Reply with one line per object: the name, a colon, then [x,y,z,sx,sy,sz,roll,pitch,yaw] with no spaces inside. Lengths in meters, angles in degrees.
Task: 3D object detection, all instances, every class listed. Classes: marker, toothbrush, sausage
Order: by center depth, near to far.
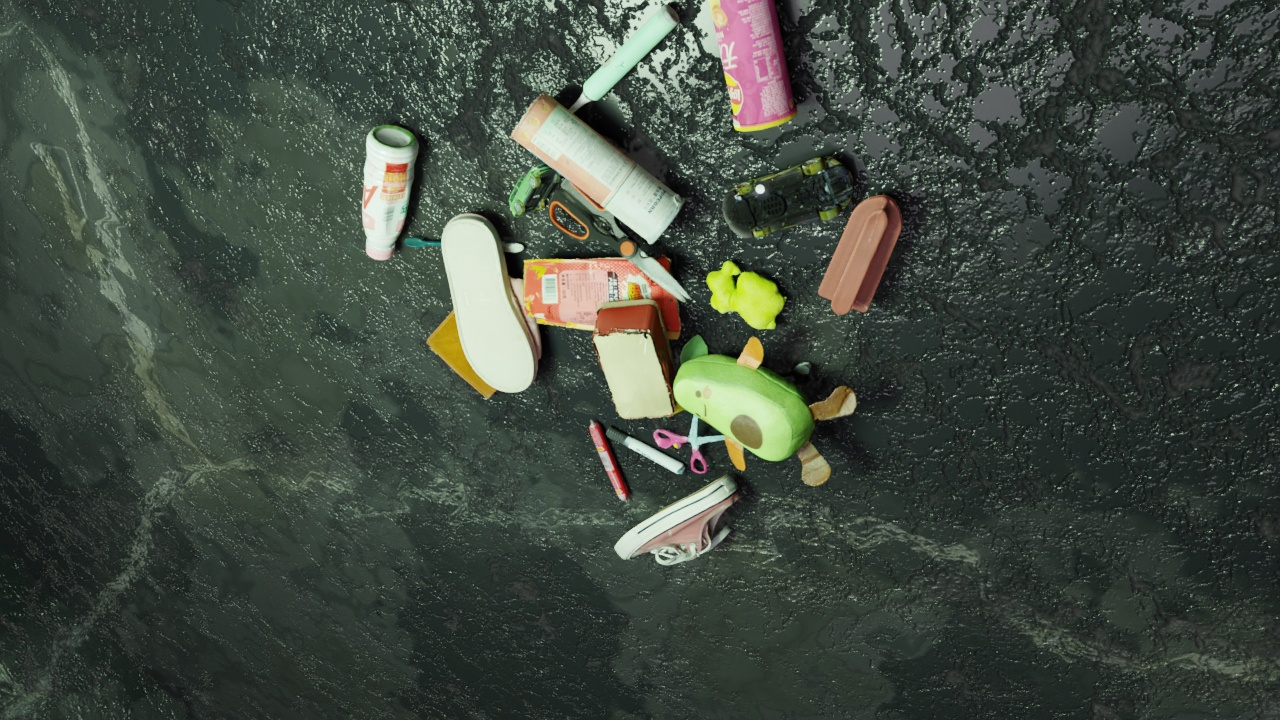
toothbrush: [-0.039,-0.338,1.087,0.027,0.026,0.225,37,131,-24]
toothbrush: [0.150,0.031,1.244,0.182,0.018,0.015,-18,111,34]
toothbrush: [-0.250,-0.166,1.301,0.192,0.018,0.016,5,122,19]
marker: [0.008,0.135,1.373,0.131,0.018,0.023,28,153,6]
sausage: [-0.048,0.156,1.410,0.020,0.020,0.156,-8,116,28]

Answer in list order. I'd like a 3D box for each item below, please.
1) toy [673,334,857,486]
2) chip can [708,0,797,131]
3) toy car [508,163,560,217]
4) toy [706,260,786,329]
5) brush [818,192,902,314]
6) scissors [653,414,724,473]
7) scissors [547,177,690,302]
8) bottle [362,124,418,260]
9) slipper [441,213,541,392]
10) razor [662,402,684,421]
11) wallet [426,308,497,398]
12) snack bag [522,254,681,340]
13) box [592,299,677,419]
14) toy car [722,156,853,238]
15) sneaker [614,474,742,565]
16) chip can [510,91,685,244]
toy: [0.147,0.063,1.194,0.247,0.089,0.227,23,129,22]
chip can: [0.113,-0.358,0.978,0.071,0.071,0.211,-3,118,26]
toy car: [-0.140,-0.223,1.194,0.036,0.043,0.091,58,136,11]
toy: [0.135,-0.083,1.168,0.100,0.031,0.097,-2,117,26]
brush: [0.258,-0.124,1.061,0.063,0.069,0.146,23,127,9]
scissors: [0.078,0.123,1.318,0.134,0.017,0.125,-11,121,45]
scissors: [-0.031,-0.142,1.179,0.137,0.021,0.235,-29,89,25]
bottle: [-0.354,-0.228,1.279,0.068,0.068,0.197,27,132,6]
slipper: [-0.211,-0.080,1.305,0.114,0.054,0.275,-8,116,14]
razor: [0.088,0.074,1.290,0.133,0.028,0.043,8,144,24]
wallet: [-0.255,-0.009,1.389,0.130,0.035,0.119,44,126,-7]
snack bag: [-0.052,-0.087,1.233,0.208,0.073,0.129,3,128,14]
box: [-0.007,0.007,1.225,0.091,0.079,0.168,-4,135,14]
toy car: [0.171,-0.191,1.075,0.158,0.042,0.070,-12,114,29]
sneaker: [0.062,0.258,1.375,0.242,0.118,0.088,-35,82,31]
chip can: [-0.051,-0.233,1.115,0.214,0.071,0.071,36,128,-10]
